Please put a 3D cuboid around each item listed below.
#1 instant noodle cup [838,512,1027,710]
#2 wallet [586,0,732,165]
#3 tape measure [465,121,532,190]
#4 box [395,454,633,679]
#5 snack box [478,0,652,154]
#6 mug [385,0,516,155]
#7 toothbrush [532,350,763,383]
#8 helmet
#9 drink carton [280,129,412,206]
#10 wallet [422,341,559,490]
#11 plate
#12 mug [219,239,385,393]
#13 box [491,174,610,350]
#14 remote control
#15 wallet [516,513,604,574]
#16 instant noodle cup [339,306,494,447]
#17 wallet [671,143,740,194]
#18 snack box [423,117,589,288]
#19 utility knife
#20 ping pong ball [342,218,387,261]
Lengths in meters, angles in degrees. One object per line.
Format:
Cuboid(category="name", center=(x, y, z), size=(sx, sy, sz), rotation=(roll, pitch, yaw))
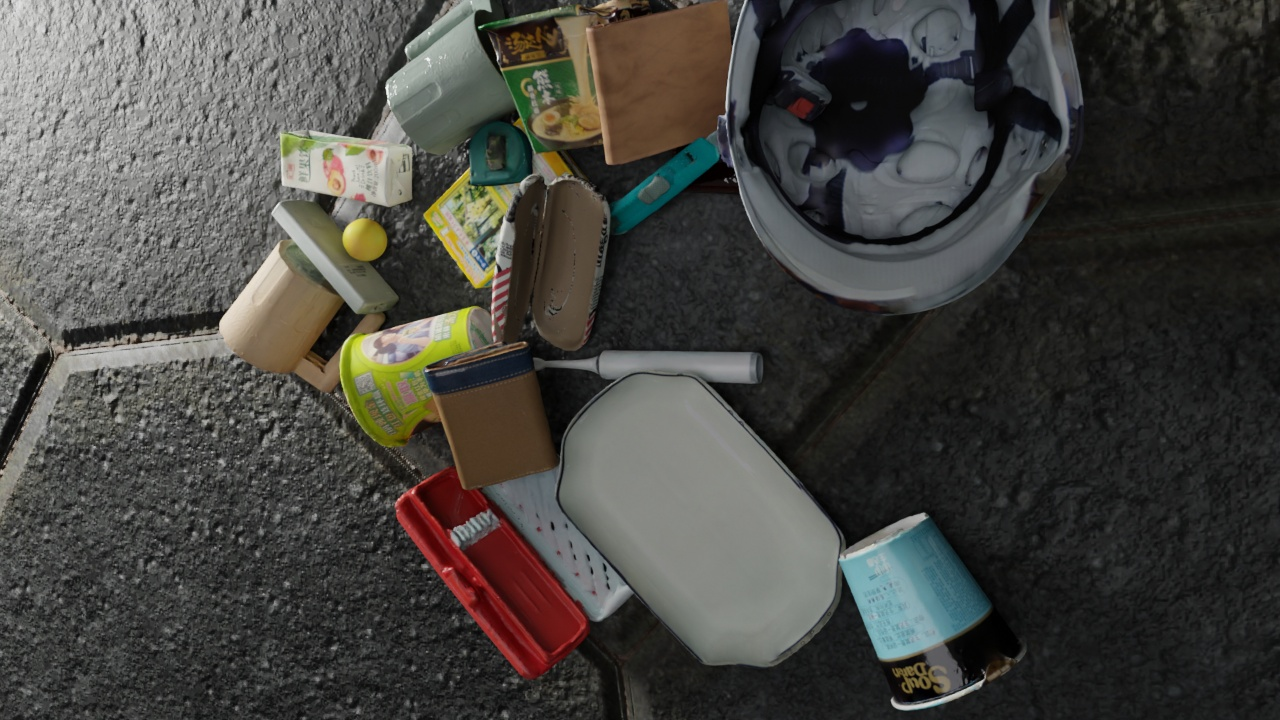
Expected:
Cuboid(category="instant noodle cup", center=(0.216, 0.186, 0.706), size=(0.111, 0.111, 0.120), rotation=(-30, 79, 21))
Cuboid(category="wallet", center=(0.019, -0.209, 0.690), size=(0.020, 0.115, 0.101), rotation=(42, 145, 54))
Cuboid(category="tape measure", center=(-0.120, -0.174, 0.778), size=(0.058, 0.025, 0.054), rotation=(-1, 98, 20))
Cuboid(category="box", center=(-0.104, 0.159, 0.809), size=(0.157, 0.069, 0.201), rotation=(-41, 75, -9))
Cuboid(category="snack box", center=(-0.049, -0.225, 0.739), size=(0.118, 0.118, 0.106), rotation=(-3, 107, 20))
Cuboid(category="mug", center=(-0.157, -0.252, 0.793), size=(0.104, 0.083, 0.123), rotation=(-26, 62, 23))
Cuboid(category="toothbrush", center=(-0.005, 0.005, 0.796), size=(0.221, 0.026, 0.026), rotation=(1, 87, 20))
Cuboid(category="helmet", center=(0.167, -0.170, 0.638), size=(0.229, 0.145, 0.259), rotation=(-3, 102, 5))
Cuboid(category="drink carton", center=(-0.274, -0.181, 0.857), size=(0.123, 0.045, 0.054), rotation=(13, 113, 19))
Cuboid(category="wallet", center=(-0.123, 0.047, 0.773), size=(0.090, 0.033, 0.115), rotation=(-15, 107, -4))
Cuboid(category="plate", center=(0.049, 0.130, 0.762), size=(0.162, 0.034, 0.265), rotation=(-43, 90, -1))
Cuboid(category="mug", center=(-0.323, -0.040, 0.886), size=(0.124, 0.084, 0.104), rotation=(38, 109, -14))
Cuboid(category="box", center=(-0.074, -0.074, 0.770), size=(0.086, 0.075, 0.162), rotation=(14, 122, 5))
Cuboid(category="remote control", center=(-0.290, -0.099, 0.870), size=(0.135, 0.056, 0.019), rotation=(48, 111, 7))
Cuboid(category="wallet", center=(-0.078, 0.183, 0.850), size=(0.119, 0.035, 0.131), rotation=(27, 106, 21))
Cuboid(category="instant noodle cup", center=(-0.185, 0.008, 0.826), size=(0.123, 0.111, 0.111), rotation=(-20, 91, 14))
Cuboid(category="wallet", center=(0.085, -0.182, 0.739), size=(0.122, 0.020, 0.096), rotation=(7, 95, 20))
Cuboid(category="snack box", center=(-0.118, -0.140, 0.814), size=(0.141, 0.033, 0.087), rotation=(-39, 84, 19))
Cuboid(category="utility knife", center=(0.020, -0.144, 0.735), size=(0.029, 0.013, 0.186), rotation=(45, 138, -14))
Cuboid(category="ping pong ball", center=(-0.260, -0.114, 0.865), size=(0.040, 0.040, 0.040), rotation=(3, 99, 20))
